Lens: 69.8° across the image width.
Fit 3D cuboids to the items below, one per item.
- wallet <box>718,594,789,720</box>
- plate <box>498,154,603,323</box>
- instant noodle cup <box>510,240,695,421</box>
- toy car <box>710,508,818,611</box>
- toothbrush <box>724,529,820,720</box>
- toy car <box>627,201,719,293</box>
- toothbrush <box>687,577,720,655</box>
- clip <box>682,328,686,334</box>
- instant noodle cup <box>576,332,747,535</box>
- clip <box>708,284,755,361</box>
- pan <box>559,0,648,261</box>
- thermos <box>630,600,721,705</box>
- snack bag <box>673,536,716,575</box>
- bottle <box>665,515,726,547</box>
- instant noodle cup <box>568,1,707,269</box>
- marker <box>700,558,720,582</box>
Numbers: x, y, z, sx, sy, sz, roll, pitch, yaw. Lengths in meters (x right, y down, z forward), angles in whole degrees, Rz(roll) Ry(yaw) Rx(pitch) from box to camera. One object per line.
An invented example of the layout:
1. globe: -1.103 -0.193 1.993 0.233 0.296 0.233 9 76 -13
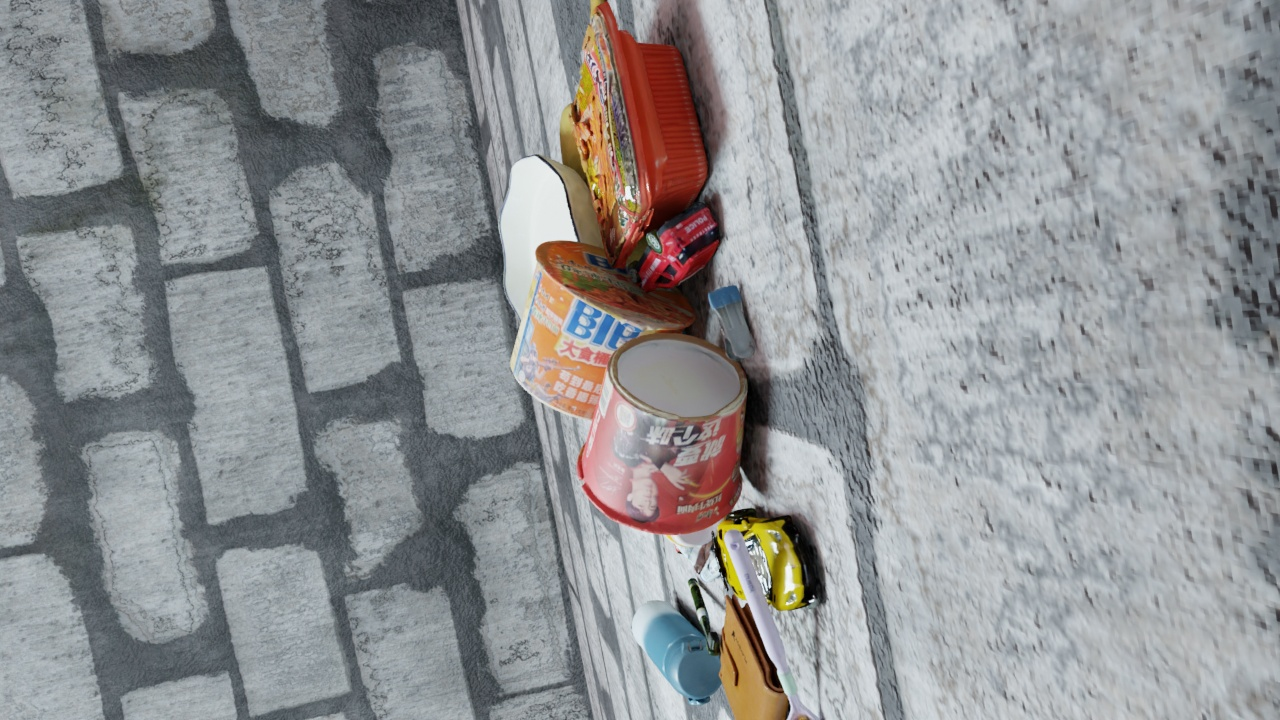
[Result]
1. wallet: 0.099 0.286 0.816 0.107 0.031 0.132 -115 20 -47
2. plate: -0.092 -0.111 0.959 0.205 0.045 0.205 24 117 57
3. instant noodle cup: -0.041 -0.023 0.814 0.112 0.151 0.151 -65 27 23
4. toy car: 0.091 0.151 0.697 0.156 0.041 0.071 146 111 -76
5. toothbrush: 0.093 0.199 0.659 0.021 0.029 0.189 -85 -25 -67
6. toy car: 0.027 -0.085 0.745 0.045 0.052 0.121 55 162 2
7. toothbrush: 0.063 0.253 0.927 0.186 0.012 0.017 -117 29 -83
8. clip: 0.033 -0.039 0.865 0.041 0.014 0.056 -150 49 -74
9. instant noodle cup: 0.022 0.053 0.725 0.137 0.137 0.109 -114 25 -48
10. clip: 0.069 -0.027 0.683 0.028 0.024 0.056 148 104 -82
11. pan: -0.038 -0.251 0.930 0.198 0.078 0.357 -169 62 -74
12. thermos: 0.040 0.329 1.049 0.221 0.070 0.070 170 89 -79
13. snack bag: 0.054 0.185 0.932 0.045 0.026 0.105 -66 10 -3
14. bottle: 0.039 0.126 0.868 0.108 0.063 0.063 -119 21 -58
15. instant noodle cup: -0.004 -0.174 0.745 0.189 0.079 0.164 131 128 -74
16. marker: 0.076 0.192 0.866 0.146 0.017 0.017 108 149 -67
